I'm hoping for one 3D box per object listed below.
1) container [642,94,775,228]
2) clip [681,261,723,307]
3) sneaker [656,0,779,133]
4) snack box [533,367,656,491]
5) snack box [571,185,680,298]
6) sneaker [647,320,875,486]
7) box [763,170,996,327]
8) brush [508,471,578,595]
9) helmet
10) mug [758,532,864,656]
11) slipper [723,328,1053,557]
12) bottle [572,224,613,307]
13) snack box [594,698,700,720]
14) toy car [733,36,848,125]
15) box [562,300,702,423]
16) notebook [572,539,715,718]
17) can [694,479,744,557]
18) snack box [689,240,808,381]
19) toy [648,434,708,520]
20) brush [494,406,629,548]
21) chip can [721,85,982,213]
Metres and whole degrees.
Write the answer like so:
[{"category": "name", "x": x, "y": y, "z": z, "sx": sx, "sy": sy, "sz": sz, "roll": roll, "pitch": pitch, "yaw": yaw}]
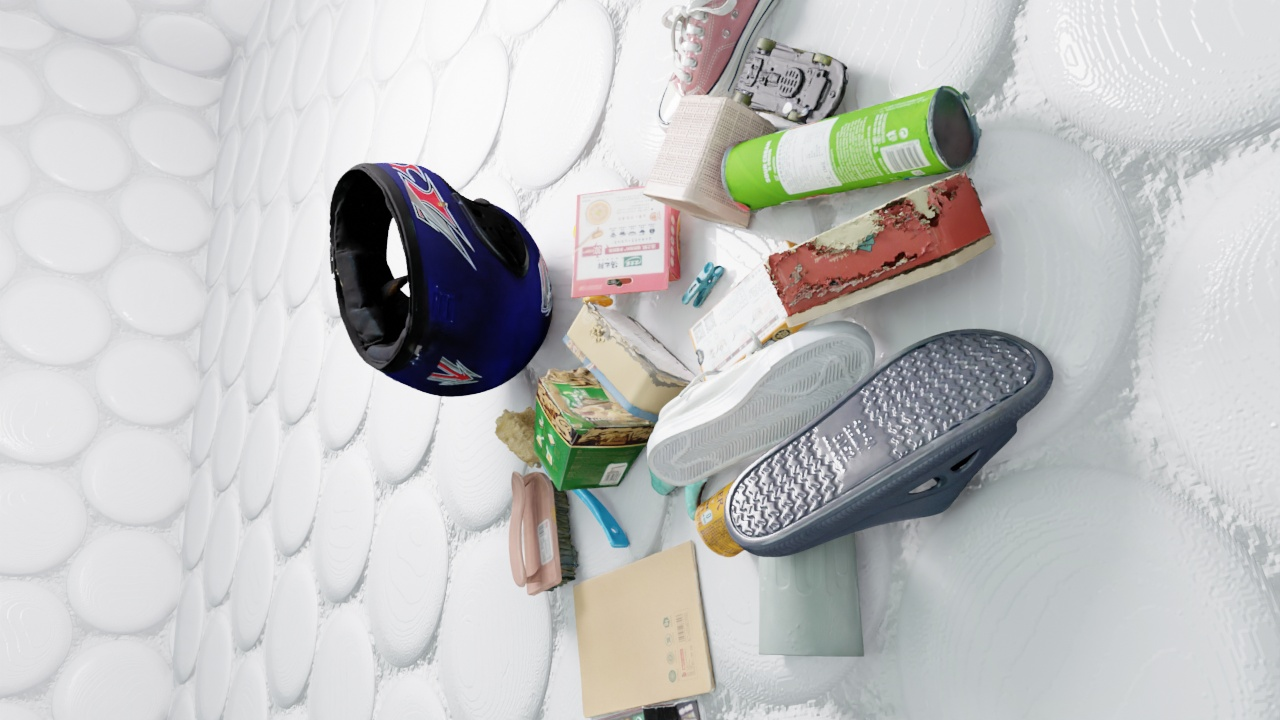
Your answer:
[{"category": "container", "x": 0.073, "y": -0.206, "z": 0.941, "sx": 0.090, "sy": 0.089, "sz": 0.111, "roll": 24, "pitch": 97, "yaw": 52}, {"category": "clip", "x": 0.066, "y": -0.079, "z": 0.969, "sx": 0.057, "sy": 0.043, "sz": 0.014, "roll": -53, "pitch": 44, "yaw": 23}, {"category": "sneaker", "x": 0.073, "y": -0.354, "z": 0.980, "sx": 0.242, "sy": 0.087, "sz": 0.118, "roll": -57, "pitch": 42, "yaw": 24}, {"category": "snack box", "x": -0.058, "y": 0.082, "z": 1.021, "sx": 0.117, "sy": 0.118, "sz": 0.106, "roll": 50, "pitch": 131, "yaw": 47}, {"category": "snack box", "x": -0.015, "y": -0.127, "z": 1.024, "sx": 0.113, "sy": 0.044, "sz": 0.127, "roll": -3, "pitch": 74, "yaw": 18}, {"category": "sneaker", "x": 0.109, "y": 0.028, "z": 0.843, "sx": 0.243, "sy": 0.089, "sz": 0.090, "roll": -33, "pitch": 24, "yaw": 30}, {"category": "box", "x": 0.185, "y": -0.094, "z": 0.744, "sx": 0.169, "sy": 0.091, "sz": 0.080, "roll": -22, "pitch": 93, "yaw": 48}, {"category": "brush", "x": -0.121, "y": 0.200, "z": 1.090, "sx": 0.063, "sy": 0.073, "sz": 0.145, "roll": -36, "pitch": 52, "yaw": 42}, {"category": "helmet", "x": -0.244, "y": -0.105, "z": 1.185, "sx": 0.248, "sy": 0.239, "sz": 0.315, "roll": -46, "pitch": 58, "yaw": 36}, {"category": "mug", "x": 0.133, "y": 0.194, "z": 0.770, "sx": 0.124, "sy": 0.083, "sz": 0.103, "roll": 133, "pitch": 140, "yaw": -69}, {"category": "slipper", "x": 0.192, "y": 0.074, "z": 0.712, "sx": 0.268, "sy": 0.083, "sz": 0.110, "roll": -34, "pitch": 36, "yaw": 13}, {"category": "bottle", "x": -0.050, "y": -0.118, "z": 1.092, "sx": 0.063, "sy": 0.063, "sz": 0.108, "roll": -19, "pitch": 66, "yaw": 48}, {"category": "snack box", "x": 0.007, "y": 0.399, "z": 0.893, "sx": 0.126, "sy": 0.053, "sz": 0.113, "roll": -39, "pitch": 51, "yaw": 46}, {"category": "toy car", "x": 0.147, "y": -0.269, "z": 0.899, "sx": 0.158, "sy": 0.042, "sz": 0.070, "roll": 42, "pitch": 113, "yaw": 50}, {"category": "box", "x": -0.006, "y": 0.006, "z": 0.982, "sx": 0.059, "sy": 0.089, "sz": 0.184, "roll": -58, "pitch": 40, "yaw": 14}, {"category": "notebook", "x": -0.004, "y": 0.287, "z": 0.967, "sx": 0.208, "sy": 0.008, "sz": 0.147, "roll": -32, "pitch": 56, "yaw": 43}, {"category": "can", "x": 0.114, "y": 0.120, "z": 0.821, "sx": 0.146, "sy": 0.058, "sz": 0.058, "roll": -44, "pitch": 49, "yaw": 36}, {"category": "snack box", "x": 0.111, "y": -0.041, "z": 0.896, "sx": 0.154, "sy": 0.026, "sz": 0.075, "roll": -43, "pitch": 49, "yaw": 36}, {"category": "toy", "x": 0.040, "y": 0.117, "z": 0.942, "sx": 0.092, "sy": 0.030, "sz": 0.096, "roll": -19, "pitch": 72, "yaw": 51}, {"category": "brush", "x": -0.090, "y": 0.134, "z": 1.079, "sx": 0.254, "sy": 0.083, "sz": 0.046, "roll": 42, "pitch": 111, "yaw": 41}, {"category": "chip can", "x": 0.176, "y": -0.182, "z": 0.813, "sx": 0.236, "sy": 0.072, "sz": 0.072, "roll": -1, "pitch": 80, "yaw": 52}]
